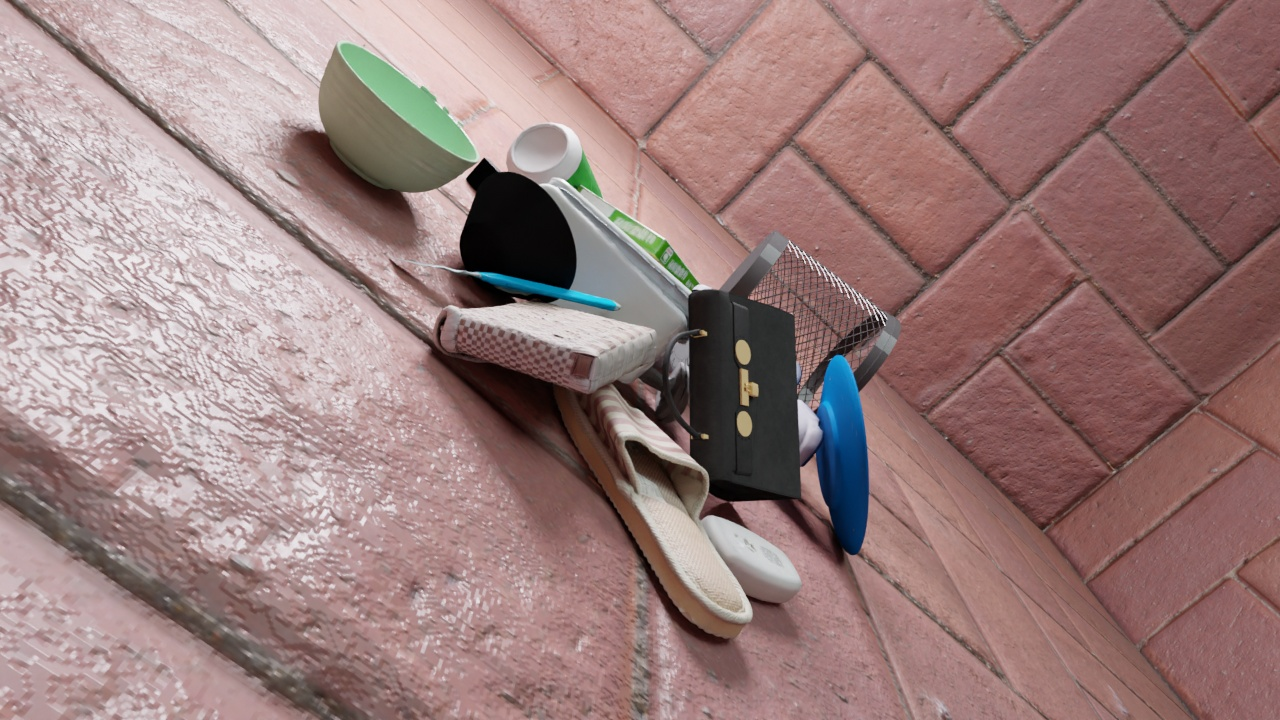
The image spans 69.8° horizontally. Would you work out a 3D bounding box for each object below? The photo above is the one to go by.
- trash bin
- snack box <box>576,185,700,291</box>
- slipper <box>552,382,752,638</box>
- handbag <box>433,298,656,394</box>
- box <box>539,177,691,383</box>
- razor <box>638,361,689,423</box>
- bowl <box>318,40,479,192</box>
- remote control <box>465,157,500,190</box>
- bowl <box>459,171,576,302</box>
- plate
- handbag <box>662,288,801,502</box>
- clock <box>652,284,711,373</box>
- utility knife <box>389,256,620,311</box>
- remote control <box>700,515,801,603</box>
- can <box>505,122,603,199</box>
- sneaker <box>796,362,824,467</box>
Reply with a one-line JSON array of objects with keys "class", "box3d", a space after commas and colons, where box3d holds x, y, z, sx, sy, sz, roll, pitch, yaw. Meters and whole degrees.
[{"class": "trash bin", "box3d": [0.226, -0.050, 1.373, 0.227, 0.218, 0.217, 40, 15, -3]}, {"class": "snack box", "box3d": [-0.001, -0.133, 1.082, 0.132, 0.027, 0.168, 35, -2, 25]}, {"class": "slipper", "box3d": [0.010, 0.089, 0.695, 0.115, 0.052, 0.262, 30, 20, -47]}, {"class": "handbag", "box3d": [-0.066, -0.012, 0.707, 0.124, 0.047, 0.185, 15, 10, 12]}, {"class": "box", "box3d": [-0.046, -0.075, 0.903, 0.210, 0.129, 0.105, 47, -14, 8]}, {"class": "razor", "box3d": [-0.005, 0.005, 0.918, 0.116, 0.047, 0.088, 34, 16, -9]}, {"class": "bowl", "box3d": [-0.223, -0.202, 0.809, 0.151, 0.077, 0.150, 41, 15, -14]}, {"class": "remote control", "box3d": [-0.136, -0.165, 1.032, 0.150, 0.034, 0.013, 47, 15, 10]}, {"class": "bowl", "box3d": [-0.120, -0.097, 0.800, 0.124, 0.124, 0.052, 47, 48, 7]}, {"class": "plate", "box3d": [0.220, 0.107, 1.038, 0.224, 0.024, 0.224, 12, 75, -89]}, {"class": "handbag", "box3d": [0.068, 0.026, 0.802, 0.195, 0.072, 0.175, 22, 64, -57]}, {"class": "clock", "box3d": [0.051, -0.036, 1.032, 0.035, 0.095, 0.122, 24, 42, 31]}, {"class": "utility knife", "box3d": [-0.103, -0.063, 0.766, 0.220, 0.015, 0.031, 12, 3, -36]}, {"class": "remote control", "box3d": [0.088, 0.164, 0.747, 0.114, 0.028, 0.060, 31, 19, -42]}, {"class": "can", "box3d": [-0.098, -0.208, 1.081, 0.088, 0.087, 0.140, 52, -5, 27]}, {"class": "sneaker", "box3d": [0.118, 0.027, 1.098, 0.132, 0.103, 0.269, 31, 22, -23]}]
